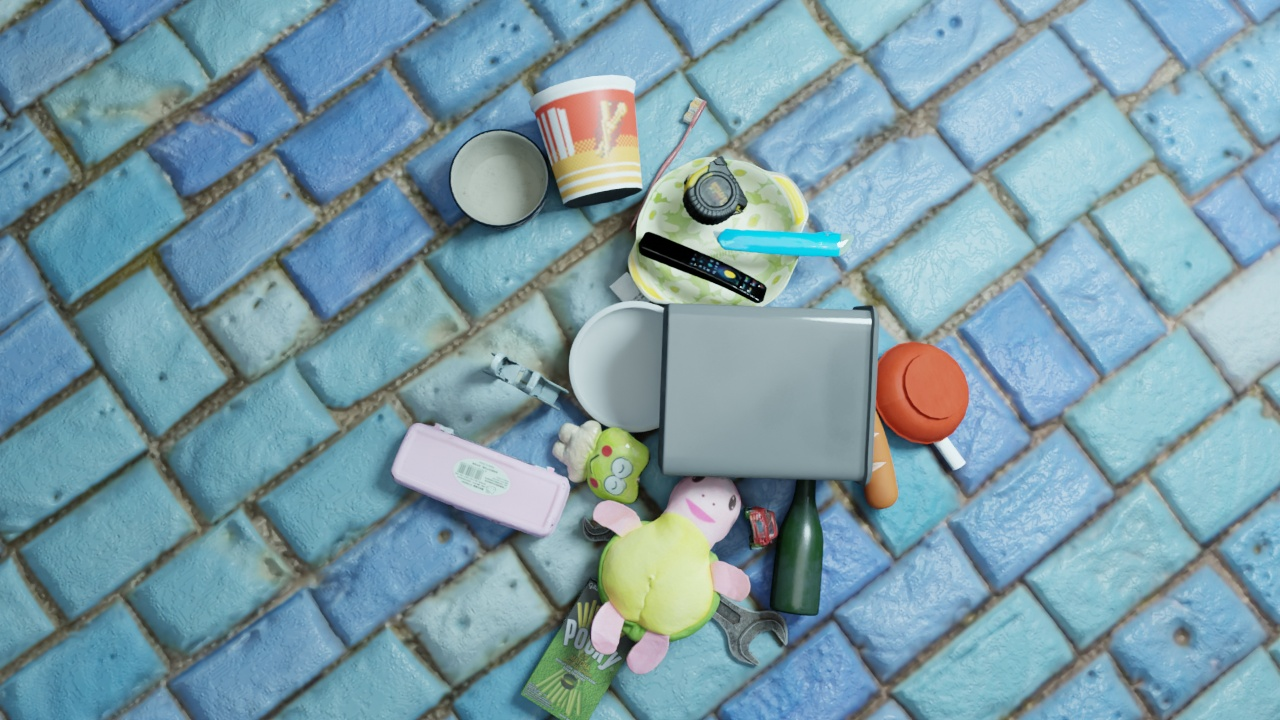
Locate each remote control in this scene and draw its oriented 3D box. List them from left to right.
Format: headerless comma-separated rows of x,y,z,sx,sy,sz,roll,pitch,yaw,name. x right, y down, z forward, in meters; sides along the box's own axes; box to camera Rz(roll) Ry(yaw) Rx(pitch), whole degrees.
0.014,-0.050,1.087,0.028,0.012,0.124,-41,86,-5,remote control
0.069,-0.102,1.024,0.152,0.041,0.020,24,125,2,remote control

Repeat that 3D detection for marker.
0.334,0.071,1.075,0.017,0.020,0.133,-38,85,33,marker

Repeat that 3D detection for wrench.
0.050,0.254,1.058,0.273,0.010,0.070,36,85,3,wrench

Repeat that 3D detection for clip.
-0.104,0.033,1.006,0.143,0.172,0.029,27,85,-8,clip

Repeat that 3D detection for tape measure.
0.080,-0.183,1.030,0.062,0.038,0.067,-32,88,-12,tape measure

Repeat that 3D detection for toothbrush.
0.029,-0.236,1.106,0.016,0.015,0.184,28,85,5,toothbrush

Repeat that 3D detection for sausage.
0.262,0.090,1.061,0.044,0.039,0.164,-9,81,-43,sausage

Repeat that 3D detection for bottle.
0.183,0.198,1.044,0.055,0.055,0.174,7,80,0,bottle

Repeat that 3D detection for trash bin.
0.134,0.033,0.994,0.220,0.097,0.192,2,92,-2,trash bin

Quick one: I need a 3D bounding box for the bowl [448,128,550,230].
-0.162,-0.206,1.077,0.115,0.059,0.115,0,84,-1,bowl

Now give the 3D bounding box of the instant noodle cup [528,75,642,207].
-0.055,-0.248,1.059,0.123,0.123,0.121,-12,92,-2,instant noodle cup

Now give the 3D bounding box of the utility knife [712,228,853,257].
0.160,-0.134,1.037,0.158,0.015,0.031,5,82,1,utility knife

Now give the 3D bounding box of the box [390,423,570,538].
-0.183,0.136,1.055,0.202,0.044,0.086,20,79,2,box

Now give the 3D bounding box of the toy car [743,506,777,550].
0.134,0.185,1.025,0.036,0.091,0.042,-10,84,12,toy car

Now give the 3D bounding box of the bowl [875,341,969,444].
0.330,0.033,1.055,0.122,0.035,0.122,4,74,-14,bowl

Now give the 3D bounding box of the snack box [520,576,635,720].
-0.062,0.332,1.040,0.080,0.025,0.147,32,85,2,snack box

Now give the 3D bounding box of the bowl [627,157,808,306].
0.089,-0.138,1.074,0.219,0.060,0.188,-29,86,-3,bowl

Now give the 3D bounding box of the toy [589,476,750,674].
0.030,0.223,1.010,0.190,0.088,0.237,24,74,17,toy

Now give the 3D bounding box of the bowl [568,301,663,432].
-0.006,0.006,1.062,0.149,0.043,0.149,0,94,2,bowl

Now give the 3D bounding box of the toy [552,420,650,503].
-0.047,0.112,1.048,0.115,0.046,0.092,24,115,13,toy
